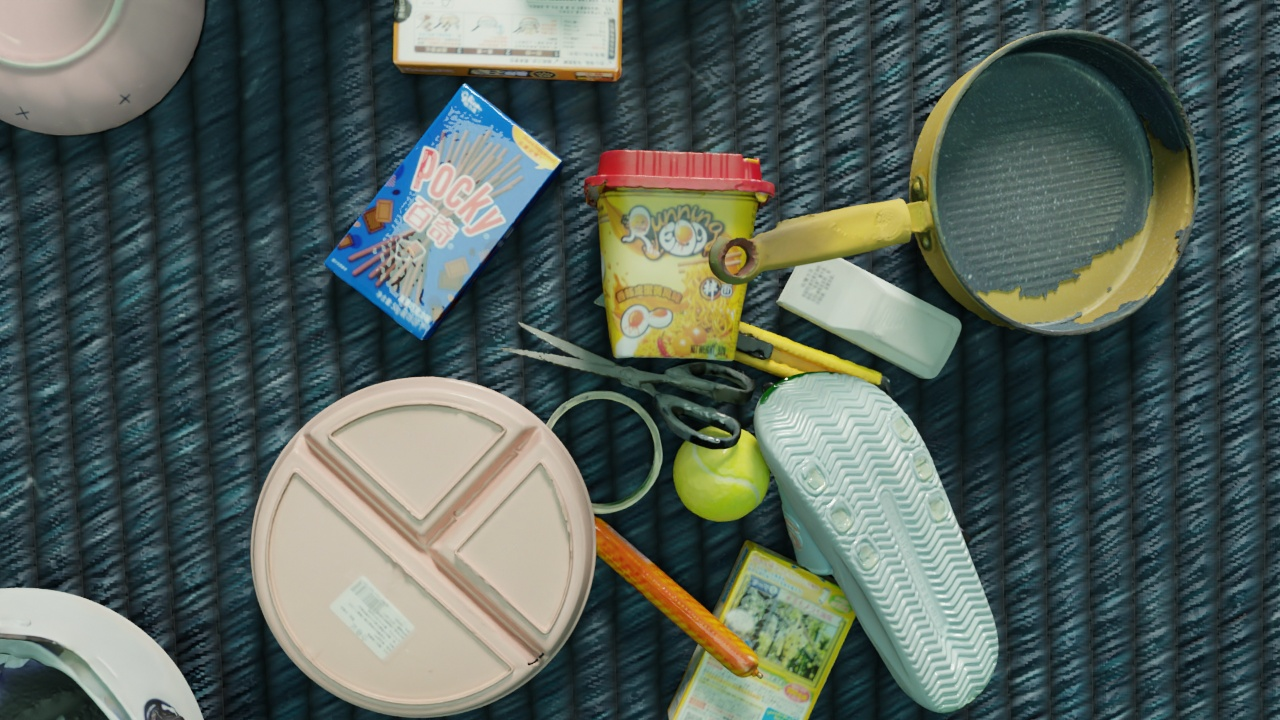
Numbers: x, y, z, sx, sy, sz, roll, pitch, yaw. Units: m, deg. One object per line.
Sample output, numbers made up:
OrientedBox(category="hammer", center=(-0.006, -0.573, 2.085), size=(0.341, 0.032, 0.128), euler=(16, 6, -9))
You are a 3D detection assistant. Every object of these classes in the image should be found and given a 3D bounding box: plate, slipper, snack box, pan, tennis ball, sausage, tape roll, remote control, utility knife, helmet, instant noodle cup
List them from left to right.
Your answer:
OrientedBox(category="helmet", center=(-0.379, 0.257, 0.579), size=(0.229, 0.146, 0.258), euler=(-38, 101, 2))
OrientedBox(category="plate", center=(-0.393, -0.250, 0.608), size=(0.192, 0.039, 0.192), euler=(0, 92, -1))
OrientedBox(category="plate", center=(-0.143, 0.126, 0.607), size=(0.229, 0.028, 0.229), euler=(0, 90, -5))
OrientedBox(category="snack box", center=(-0.133, -0.100, 0.627), size=(0.084, 0.026, 0.157), euler=(38, 91, -2))
OrientedBox(category="snack box", center=(-0.089, -0.232, 0.623), size=(0.154, 0.026, 0.075), euler=(1, 92, -2))
OrientedBox(category="tape roll", center=(-0.028, 0.064, 0.643), size=(0.086, 0.014, 0.086), euler=(0, 92, -1))
OrientedBox(category="sausage", center=(0.018, 0.160, 0.625), size=(0.165, 0.021, 0.021), euler=(39, 91, 15))
OrientedBox(category="instant noodle cup", center=(0.021, -0.064, 0.588), size=(0.116, 0.116, 0.123), euler=(2, 94, -2))
OrientedBox(category="tennis ball", center=(0.055, 0.076, 0.619), size=(0.065, 0.065, 0.065), euler=(0, 92, -1))
OrientedBox(category="utility knife", center=(0.074, -0.009, 0.641), size=(0.223, 0.015, 0.033), euler=(20, 89, -1))
OrientedBox(category="snack box", center=(0.086, 0.208, 0.643), size=(0.087, 0.033, 0.140), euler=(24, 93, -2))
OrientedBox(category="remote control", center=(0.160, -0.033, 0.638), size=(0.125, 0.024, 0.049), euler=(26, 91, -2))
OrientedBox(category="slipper", center=(0.154, 0.118, 0.612), size=(0.103, 0.074, 0.245), euler=(-30, 93, -25))
OrientedBox(category="pan", center=(0.203, -0.096, 0.580), size=(0.357, 0.078, 0.198), euler=(-13, 96, -11))

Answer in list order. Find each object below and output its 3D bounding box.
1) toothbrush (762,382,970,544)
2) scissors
OrientedBox(category="toothbrush", center=(0.161, 0.073, 0.651), size=(0.189, 0.016, 0.014), euler=(37, 103, -5))
OrientedBox(category="scissors", center=(-0.003, 0.013, 0.615), size=(0.163, 0.164, 0.014), euler=(-6, 130, -28))
